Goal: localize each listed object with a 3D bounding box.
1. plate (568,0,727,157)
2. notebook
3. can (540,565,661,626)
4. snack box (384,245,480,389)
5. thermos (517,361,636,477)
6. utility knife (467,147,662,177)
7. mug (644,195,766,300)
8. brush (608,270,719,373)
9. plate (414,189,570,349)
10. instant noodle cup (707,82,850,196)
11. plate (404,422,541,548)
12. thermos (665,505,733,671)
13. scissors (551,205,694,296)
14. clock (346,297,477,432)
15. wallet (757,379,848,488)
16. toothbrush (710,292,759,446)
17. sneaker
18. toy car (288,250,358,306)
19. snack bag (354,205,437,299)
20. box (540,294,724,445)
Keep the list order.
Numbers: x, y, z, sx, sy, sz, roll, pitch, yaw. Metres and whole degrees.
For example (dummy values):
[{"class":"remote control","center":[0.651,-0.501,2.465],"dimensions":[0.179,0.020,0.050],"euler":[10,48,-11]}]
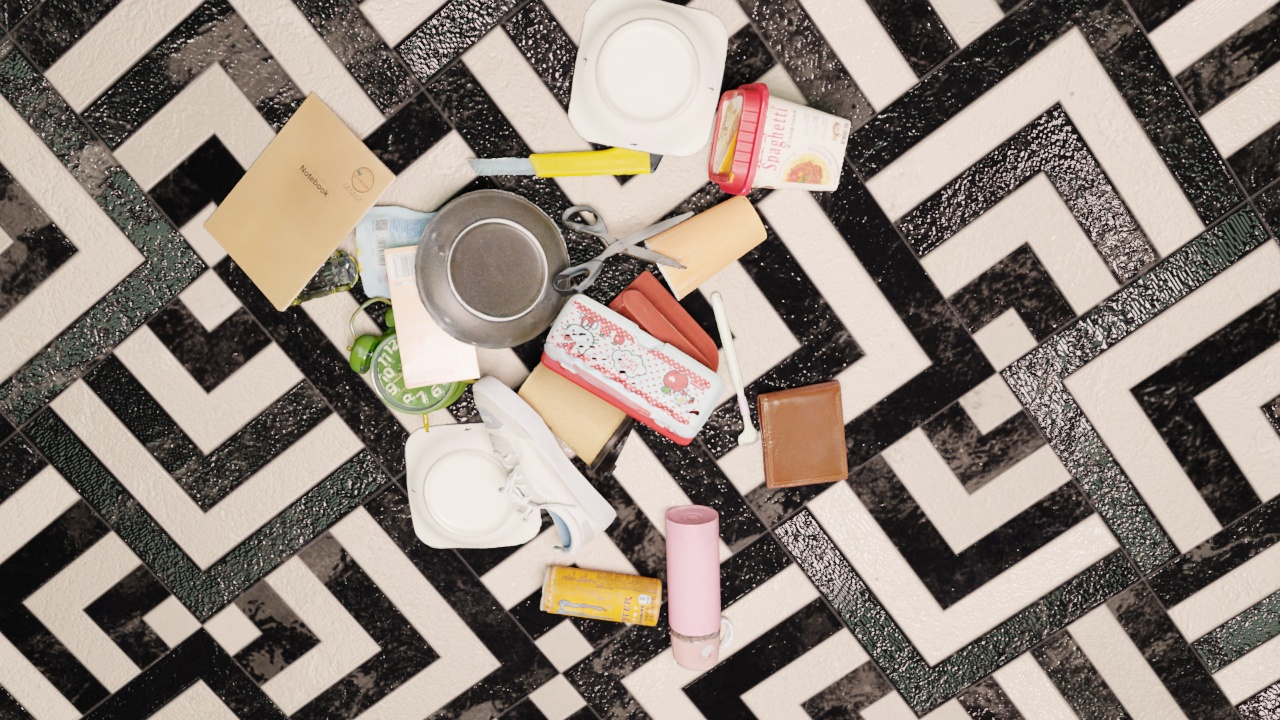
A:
[{"class":"plate","center":[0.009,-0.313,1.004],"dimensions":[0.163,0.034,0.164],"euler":[10,97,0]},{"class":"notebook","center":[-0.391,-0.180,1.044],"dimensions":[0.148,0.008,0.208],"euler":[46,101,9]},{"class":"can","center":[-0.048,0.291,1.138],"dimensions":[0.146,0.058,0.058],"euler":[7,103,0]},{"class":"snack box","center":[-0.232,-0.052,1.027],"dimensions":[0.084,0.026,0.157],"euler":[-8,96,-11]},{"class":"thermos","center":[-0.071,0.063,1.075],"dimensions":[0.143,0.093,0.093],"euler":[36,101,1]},{"class":"utility knife","center":[-0.085,-0.225,1.042],"dimensions":[0.223,0.015,0.033],"euler":[-2,98,0]},{"class":"mug","center":[0.076,-0.131,1.033],"dimensions":[0.123,0.078,0.078],"euler":[-30,100,2]},{"class":"brush","center":[0.034,-0.031,1.056],"dimensions":[0.063,0.069,0.146],"euler":[-43,98,11]},{"class":"plate","center":[-0.159,-0.100,1.019],"dimensions":[0.179,0.024,0.179],"euler":[-1,94,-23]},{"class":"instant noodle cup","center":[0.150,-0.232,0.991],"dimensions":[0.124,0.116,0.116],"euler":[6,103,-12]},{"class":"plate","center":[-0.207,0.159,1.125],"dimensions":[0.163,0.034,0.164],"euler":[-4,103,2]},{"class":"thermos","center":[0.075,0.280,1.133],"dimensions":[0.087,0.067,0.199],"euler":[-10,104,-27]},{"class":"scissors","center":[-0.026,-0.129,1.017],"dimensions":[0.181,0.014,0.159],"euler":[-34,61,4]},{"class":"clock","center":[-0.272,-0.004,1.078],"dimensions":[0.116,0.056,0.161],"euler":[-42,99,9]},{"class":"wallet","center":[0.195,0.090,1.101],"dimensions":[0.101,0.032,0.124],"euler":[-7,103,0]},{"class":"toothbrush","center":[0.110,0.011,1.090],"dimensions":[0.029,0.020,0.189],"euler":[-20,102,-25]},{"class":"sneaker","center":[-0.132,0.129,1.072],"dimensions":[0.090,0.090,0.242],"euler":[-43,110,-20]},{"class":"toy car","center":[-0.378,-0.095,1.070],"dimensions":[0.105,0.032,0.048],"euler":[-15,94,5]},{"class":"snack bag","center":[-0.228,-0.129,1.058],"dimensions":[0.191,0.039,0.110],"euler":[-4,96,0]},{"class":"box","center":[-0.005,0.005,1.034],"dimensions":[0.201,0.095,0.101],"euler":[30,114,4]}]
